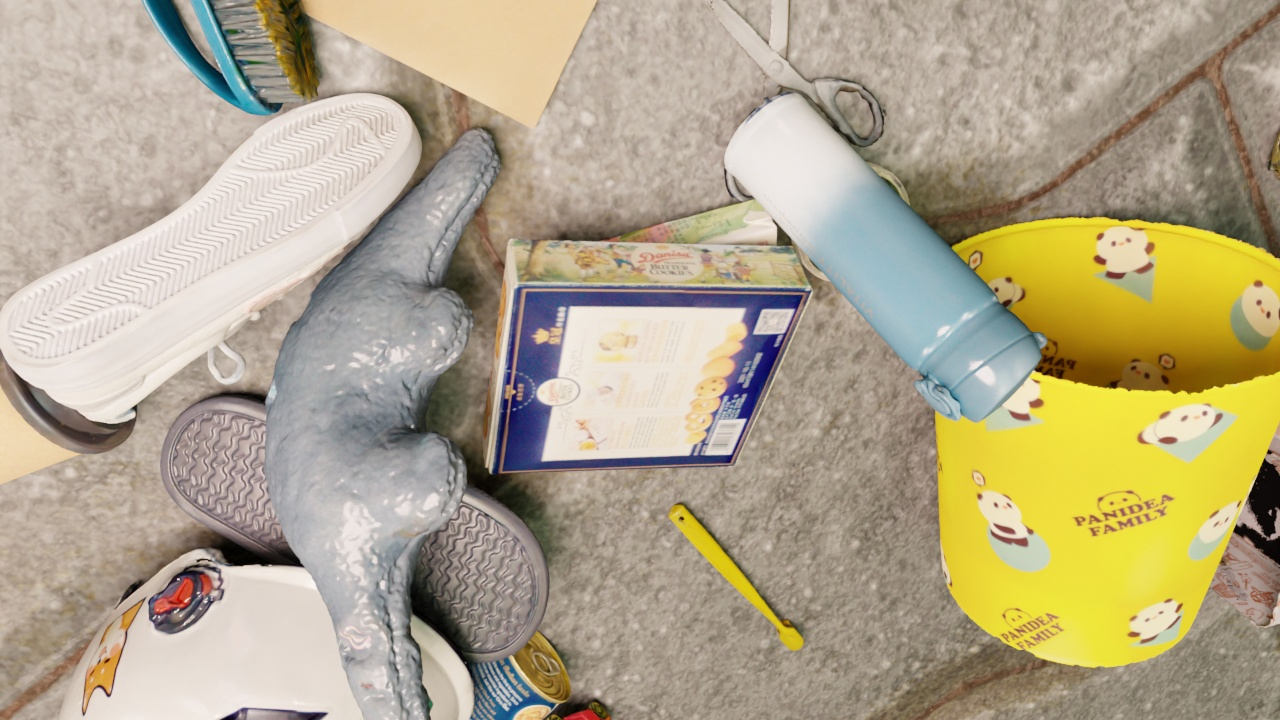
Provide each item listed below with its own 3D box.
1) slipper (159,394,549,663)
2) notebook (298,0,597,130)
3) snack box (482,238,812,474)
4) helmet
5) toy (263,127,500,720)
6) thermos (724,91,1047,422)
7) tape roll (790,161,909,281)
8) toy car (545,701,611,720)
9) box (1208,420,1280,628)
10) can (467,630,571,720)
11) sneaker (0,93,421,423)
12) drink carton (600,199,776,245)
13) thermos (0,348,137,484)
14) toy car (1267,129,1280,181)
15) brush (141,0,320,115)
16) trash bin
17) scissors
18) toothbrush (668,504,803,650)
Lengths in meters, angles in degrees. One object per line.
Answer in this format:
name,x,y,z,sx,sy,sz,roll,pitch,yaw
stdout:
slipper,-0.181,0.102,0.620,0.268,0.083,0.111,29,94,-6
notebook,-0.079,-0.258,0.512,0.149,0.012,0.212,23,106,-22
snack box,-0.004,0.003,0.594,0.182,0.045,0.178,0,138,-15
helmet,-0.251,0.245,0.573,0.275,0.156,0.230,-14,125,29
toy,-0.150,0.035,0.525,0.138,0.355,0.091,-5,163,20
thermos,0.138,-0.062,0.535,0.070,0.220,0.070,-33,160,-14
tape roll,0.146,-0.095,0.638,0.085,0.014,0.086,-9,123,-15
toy car,-0.063,0.307,0.738,0.049,0.031,0.106,-49,150,12
box,0.468,0.049,0.702,0.082,0.177,0.261,-11,116,-10
can,-0.119,0.263,0.703,0.111,0.075,0.075,-42,117,6
sneaker,-0.216,-0.053,0.511,0.241,0.089,0.091,-42,158,-22
drink carton,0.027,-0.064,0.607,0.122,0.045,0.054,-16,133,-6
thermos,-0.369,0.031,0.528,0.143,0.093,0.093,-25,118,6
toy car,0.523,-0.204,0.677,0.070,0.042,0.158,5,113,-17
brush,-0.224,-0.198,0.478,0.073,0.055,0.144,-10,118,7
trash bin,0.315,0.061,0.651,0.229,0.229,0.256,-13,122,-9
scissors,0.092,-0.185,0.587,0.159,0.014,0.181,4,114,-17
toothbrush,0.081,0.179,0.752,0.016,0.016,0.190,-38,116,5
